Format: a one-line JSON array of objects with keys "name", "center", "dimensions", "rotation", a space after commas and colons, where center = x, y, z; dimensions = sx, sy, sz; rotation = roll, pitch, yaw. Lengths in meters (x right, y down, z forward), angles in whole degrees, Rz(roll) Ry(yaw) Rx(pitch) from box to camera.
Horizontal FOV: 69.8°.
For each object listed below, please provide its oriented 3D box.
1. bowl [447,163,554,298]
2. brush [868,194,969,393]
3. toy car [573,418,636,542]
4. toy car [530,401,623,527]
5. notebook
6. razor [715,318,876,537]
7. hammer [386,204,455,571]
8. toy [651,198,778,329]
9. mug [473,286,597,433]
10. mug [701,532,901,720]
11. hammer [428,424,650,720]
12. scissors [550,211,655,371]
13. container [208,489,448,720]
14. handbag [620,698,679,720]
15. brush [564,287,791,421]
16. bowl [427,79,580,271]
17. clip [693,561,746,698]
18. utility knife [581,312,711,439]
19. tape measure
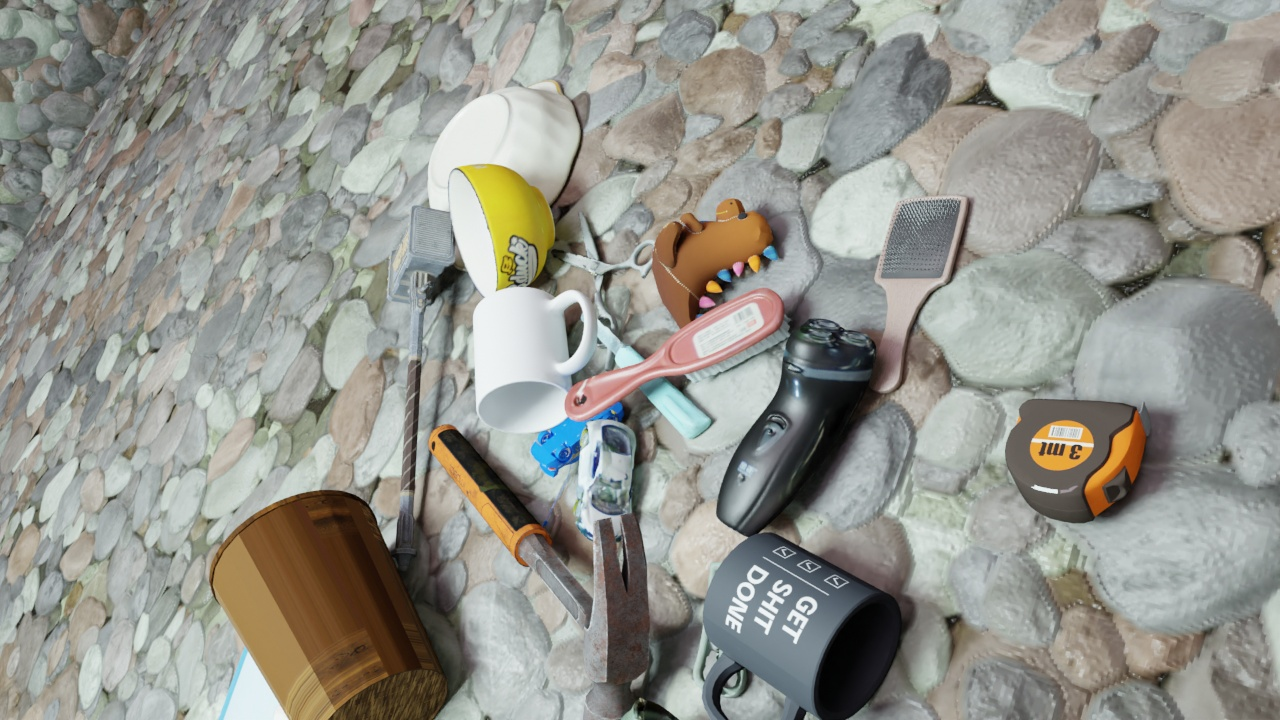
[{"name": "bowl", "center": [-0.116, -0.116, 0.798], "dimensions": [0.067, 0.117, 0.117], "rotation": [-18, 39, -23]}, {"name": "brush", "center": [0.163, -0.044, 0.566], "dimensions": [0.050, 0.015, 0.135], "rotation": [5, 70, 43]}, {"name": "toy car", "center": [-0.022, 0.081, 0.634], "dimensions": [0.027, 0.038, 0.089], "rotation": [-36, 43, 50]}, {"name": "toy car", "center": [-0.046, 0.075, 0.683], "dimensions": [0.091, 0.062, 0.033], "rotation": [-34, 37, -20]}, {"name": "notebook", "center": [-0.300, 0.281, 0.786], "dimensions": [0.181, 0.009, 0.253], "rotation": [-2, 65, 40]}, {"name": "razor", "center": [0.088, 0.039, 0.548], "dimensions": [0.053, 0.063, 0.140], "rotation": [28, 85, 47]}, {"name": "hammer", "center": [-0.202, 0.024, 0.817], "dimensions": [0.099, 0.044, 0.321], "rotation": [-42, 45, 54]}, {"name": "toy", "center": [0.057, -0.061, 0.656], "dimensions": [0.090, 0.070, 0.103], "rotation": [-22, 75, 15]}, {"name": "mug", "center": [-0.078, -0.008, 0.713], "dimensions": [0.111, 0.073, 0.090], "rotation": [-29, 50, 25]}, {"name": "mug", "center": [0.075, 0.153, 0.483], "dimensions": [0.077, 0.071, 0.105], "rotation": [23, 72, 46]}, {"name": "hammer", "center": [-0.086, 0.110, 0.651], "dimensions": [0.314, 0.035, 0.138], "rotation": [34, 124, 52]}, {"name": "scissors", "center": [-0.038, -0.062, 0.754], "dimensions": [0.142, 0.014, 0.158], "rotation": [-6, 68, 47]}, {"name": "container", "center": [-0.226, 0.202, 0.683], "dimensions": [0.132, 0.132, 0.167], "rotation": [-50, 54, 6]}, {"name": "handbag", "center": [0.002, 0.264, 0.490], "dimensions": [0.106, 0.067, 0.122], "rotation": [36, 92, 38]}, {"name": "brush", "center": [0.025, 0.003, 0.635], "dimensions": [0.173, 0.030, 0.041], "rotation": [-26, 52, 17]}, {"name": "bowl", "center": [-0.148, -0.197, 0.895], "dimensions": [0.189, 0.060, 0.219], "rotation": [2, 67, 42]}, {"name": "clip", "center": [0.050, 0.158, 0.539], "dimensions": [0.023, 0.042, 0.075], "rotation": [-11, 58, 38]}, {"name": "utility knife", "center": [-0.004, 0.004, 0.676], "dimensions": [0.022, 0.015, 0.165], "rotation": [-51, 49, 7]}, {"name": "tape measure", "center": [0.214, 0.051, 0.453], "dimensions": [0.058, 0.038, 0.058], "rotation": [0, 53, 41]}]
